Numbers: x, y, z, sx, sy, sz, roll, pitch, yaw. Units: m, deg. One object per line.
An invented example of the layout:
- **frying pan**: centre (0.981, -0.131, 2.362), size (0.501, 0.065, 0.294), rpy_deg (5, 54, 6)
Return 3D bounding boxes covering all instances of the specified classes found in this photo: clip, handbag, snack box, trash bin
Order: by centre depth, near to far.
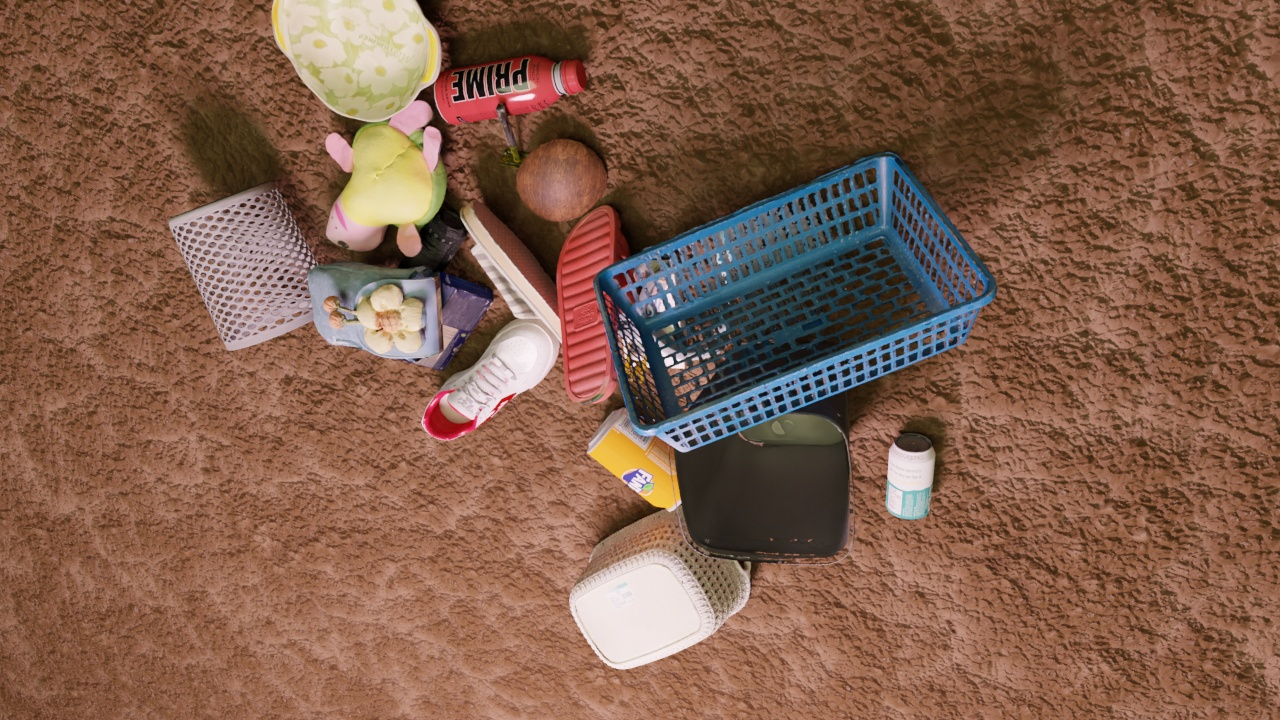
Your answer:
- **trash bin**: centre (0.159, 0.093, 1.080), size (0.198, 0.219, 0.197), rpy_deg (0, 116, 18)
- **clip**: centre (0.039, -0.033, 1.133), size (0.173, 0.030, 0.164), rpy_deg (-31, 101, 31)
- **handbag**: centre (-0.340, -0.064, 1.158), size (0.192, 0.118, 0.122), rpy_deg (11, 112, 21)
- **snack box**: centre (0.014, -0.062, 1.161), size (0.082, 0.026, 0.150), rpy_deg (1, 117, 19)
- **clip**: centre (-0.007, 0.007, 1.167), size (0.046, 0.048, 0.054), rpy_deg (47, 136, 46)
- **trash bin**: centre (-0.519, -0.130, 1.227), size (0.157, 0.156, 0.183), rpy_deg (-13, 109, 23)
- **snack box**: centre (-0.270, -0.050, 1.237), size (0.082, 0.027, 0.151), rpy_deg (20, 127, -32)

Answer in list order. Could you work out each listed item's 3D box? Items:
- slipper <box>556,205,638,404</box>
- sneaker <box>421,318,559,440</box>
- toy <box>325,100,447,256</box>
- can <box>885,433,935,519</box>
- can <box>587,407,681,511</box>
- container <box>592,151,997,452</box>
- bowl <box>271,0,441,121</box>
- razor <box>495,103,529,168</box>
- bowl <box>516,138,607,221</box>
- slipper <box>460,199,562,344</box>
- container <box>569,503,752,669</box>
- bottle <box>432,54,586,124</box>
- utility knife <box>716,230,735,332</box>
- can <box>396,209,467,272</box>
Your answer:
- **slipper**: centre (-0.047, -0.064, 1.102), size (0.104, 0.059, 0.248), rpy_deg (-14, 68, 40)
- **sneaker**: centre (-0.209, 0.035, 1.239), size (0.237, 0.104, 0.090), rpy_deg (-33, 103, 29)
- **toy**: centre (-0.317, -0.219, 1.150), size (0.190, 0.087, 0.239), rpy_deg (49, 122, 3)
- **can**: centre (0.337, 0.146, 1.146), size (0.055, 0.054, 0.102), rpy_deg (4, 118, 16)
- **can**: centre (0.003, 0.133, 1.235), size (0.142, 0.078, 0.079), rpy_deg (39, 121, -4)
- **container**: centre (0.148, -0.054, 0.958), size (0.362, 0.256, 0.089), rpy_deg (-22, 134, 5)
- **bowl**: centre (-0.322, -0.384, 1.083), size (0.219, 0.060, 0.189), rpy_deg (16, 121, 11)
- **razor**: centre (-0.154, -0.264, 1.080), size (0.042, 0.026, 0.106), rpy_deg (16, 158, 12)
- **bowl**: centre (-0.096, -0.209, 1.102), size (0.102, 0.026, 0.114), rpy_deg (37, 122, -25)
- **slipper**: centre (-0.137, -0.083, 1.156), size (0.054, 0.114, 0.272), rpy_deg (-37, 104, 9)
- **container**: centre (0.021, 0.323, 1.292), size (0.252, 0.143, 0.184), rpy_deg (-31, 90, 29)
- **bottle**: centre (-0.149, -0.316, 1.060), size (0.177, 0.062, 0.062), rpy_deg (-3, 115, 20)
- **utility knife**: centre (0.103, -0.096, 1.123), size (0.022, 0.015, 0.148), rpy_deg (7, 122, 13)
- **can**: centre (-0.278, -0.135, 1.201), size (0.054, 0.053, 0.138), rpy_deg (39, 122, -4)
